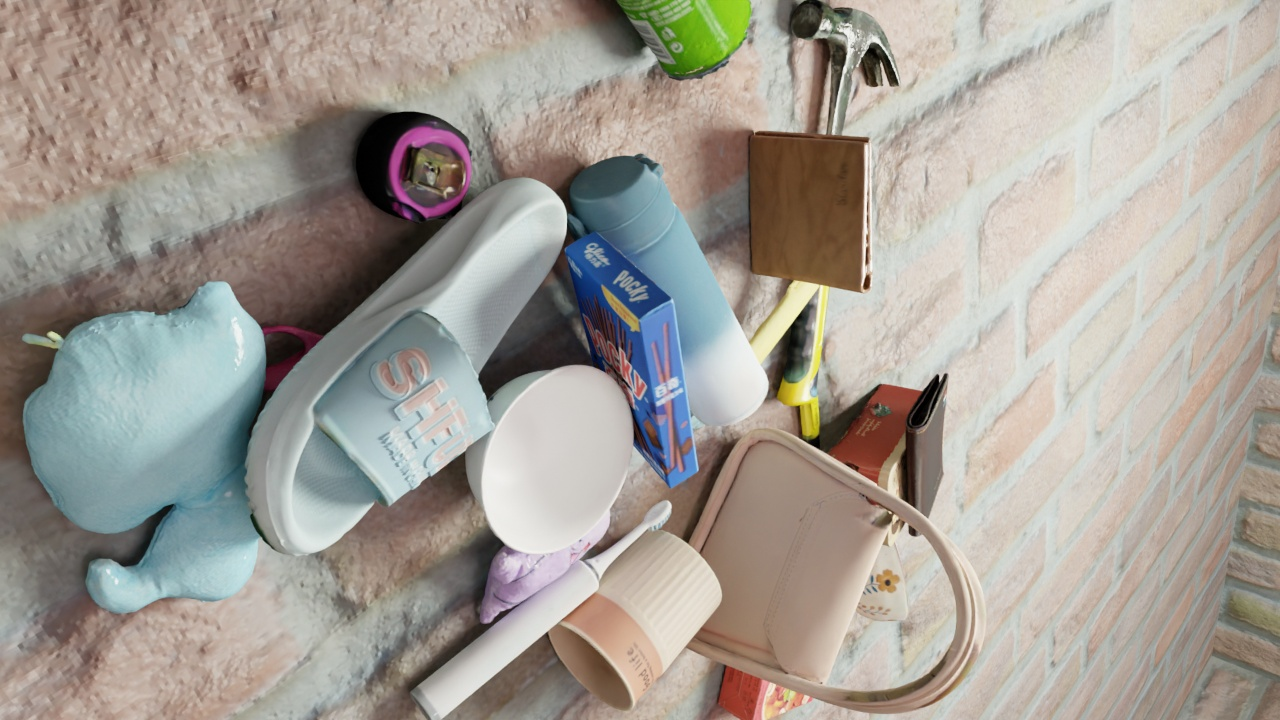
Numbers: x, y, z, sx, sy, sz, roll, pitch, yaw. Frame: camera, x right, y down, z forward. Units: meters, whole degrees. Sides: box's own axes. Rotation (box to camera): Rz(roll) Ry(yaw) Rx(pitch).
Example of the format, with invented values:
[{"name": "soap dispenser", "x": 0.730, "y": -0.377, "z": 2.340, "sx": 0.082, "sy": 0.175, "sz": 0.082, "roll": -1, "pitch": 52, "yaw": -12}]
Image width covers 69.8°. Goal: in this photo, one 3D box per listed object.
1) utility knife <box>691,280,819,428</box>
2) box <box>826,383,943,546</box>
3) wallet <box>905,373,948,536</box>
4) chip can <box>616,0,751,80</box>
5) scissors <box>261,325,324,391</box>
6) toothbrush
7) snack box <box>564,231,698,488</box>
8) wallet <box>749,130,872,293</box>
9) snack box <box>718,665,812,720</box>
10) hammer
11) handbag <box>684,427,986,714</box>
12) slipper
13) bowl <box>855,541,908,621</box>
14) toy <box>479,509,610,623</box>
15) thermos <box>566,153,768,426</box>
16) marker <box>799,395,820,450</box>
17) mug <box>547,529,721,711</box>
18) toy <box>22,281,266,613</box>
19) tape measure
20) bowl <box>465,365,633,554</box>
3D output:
[{"name": "utility knife", "x": 0.094, "y": -0.010, "z": 0.731, "sx": 0.173, "sy": 0.019, "sz": 0.031, "roll": -55, "pitch": 132, "yaw": -7}, {"name": "box", "x": 0.228, "y": 0.095, "z": 0.882, "sx": 0.167, "sy": 0.079, "sz": 0.091, "roll": -38, "pitch": 129, "yaw": -46}, {"name": "wallet", "x": 0.263, "y": 0.086, "z": 0.842, "sx": 0.096, "sy": 0.020, "sz": 0.122, "roll": -44, "pitch": 134, "yaw": -44}, {"name": "chip can", "x": -0.017, "y": -0.263, "z": 0.508, "sx": 0.236, "sy": 0.072, "sz": 0.072, "roll": 44, "pitch": 72, "yaw": -45}, {"name": "scissors", "x": -0.156, "y": -0.015, "z": 0.492, "sx": 0.137, "sy": 0.017, "sz": 0.096, "roll": -56, "pitch": 135, "yaw": -22}, {"name": "toothbrush", "x": -0.059, "y": 0.164, "z": 0.630, "sx": 0.220, "sy": 0.027, "sz": 0.026, "roll": -35, "pitch": 146, "yaw": -26}, {"name": "snack box", "x": -0.003, "y": 0.003, "z": 0.578, "sx": 0.026, "sy": 0.084, "sz": 0.157, "roll": -30, "pitch": 138, "yaw": -17}, {"name": "wallet", "x": 0.126, "y": -0.112, "z": 0.687, "sx": 0.020, "sy": 0.101, "sz": 0.115, "roll": -28, "pitch": 121, "yaw": -41}, {"name": "snack box", "x": 0.139, "y": 0.272, "z": 0.874, "sx": 0.127, "sy": 0.044, "sz": 0.113, "roll": 2, "pitch": 102, "yaw": -47}, {"name": "hammer", "x": 0.155, "y": -0.120, "z": 0.764, "sx": 0.125, "sy": 0.032, "sz": 0.323, "roll": -8, "pitch": 109, "yaw": -43}, {"name": "handbag", "x": 0.147, "y": 0.172, "z": 0.706, "sx": 0.093, "sy": 0.234, "sz": 0.193, "roll": 28, "pitch": 83, "yaw": -45}, {"name": "slipper", "x": -0.102, "y": 0.003, "z": 0.480, "sx": 0.244, "sy": 0.074, "sz": 0.104, "roll": -55, "pitch": 163, "yaw": -28}, {"name": "bowl", "x": 0.217, "y": 0.204, "z": 0.904, "sx": 0.062, "sy": 0.113, "sz": 0.113, "roll": -12, "pitch": 119, "yaw": 1}, {"name": "toy", "x": -0.062, "y": 0.124, "z": 0.612, "sx": 0.107, "sy": 0.039, "sz": 0.084, "roll": -31, "pitch": 156, "yaw": -34}, {"name": "thermos", "x": 0.021, "y": -0.043, "z": 0.631, "sx": 0.070, "sy": 0.070, "sz": 0.220, "roll": -52, "pitch": 133, "yaw": -20}, {"name": "marker", "x": 0.161, "y": 0.080, "z": 0.852, "sx": 0.018, "sy": 0.015, "sz": 0.124, "roll": -36, "pitch": 129, "yaw": -34}, {"name": "mug", "x": -0.003, "y": 0.197, "z": 0.682, "sx": 0.105, "sy": 0.082, "sz": 0.115, "roll": -40, "pitch": 150, "yaw": -32}, {"name": "toy", "x": -0.217, "y": 0.043, "z": 0.423, "sx": 0.161, "sy": 0.050, "sz": 0.156, "roll": -54, "pitch": 141, "yaw": -5}, {"name": "tape measure", "x": -0.117, "y": -0.101, "z": 0.483, "sx": 0.057, "sy": 0.039, "sz": 0.057, "roll": 3, "pitch": 101, "yaw": -46}, {"name": "bowl", "x": -0.068, "y": 0.053, "z": 0.569, "sx": 0.118, "sy": 0.065, "sz": 0.118, "roll": -17, "pitch": 114, "yaw": -42}]
